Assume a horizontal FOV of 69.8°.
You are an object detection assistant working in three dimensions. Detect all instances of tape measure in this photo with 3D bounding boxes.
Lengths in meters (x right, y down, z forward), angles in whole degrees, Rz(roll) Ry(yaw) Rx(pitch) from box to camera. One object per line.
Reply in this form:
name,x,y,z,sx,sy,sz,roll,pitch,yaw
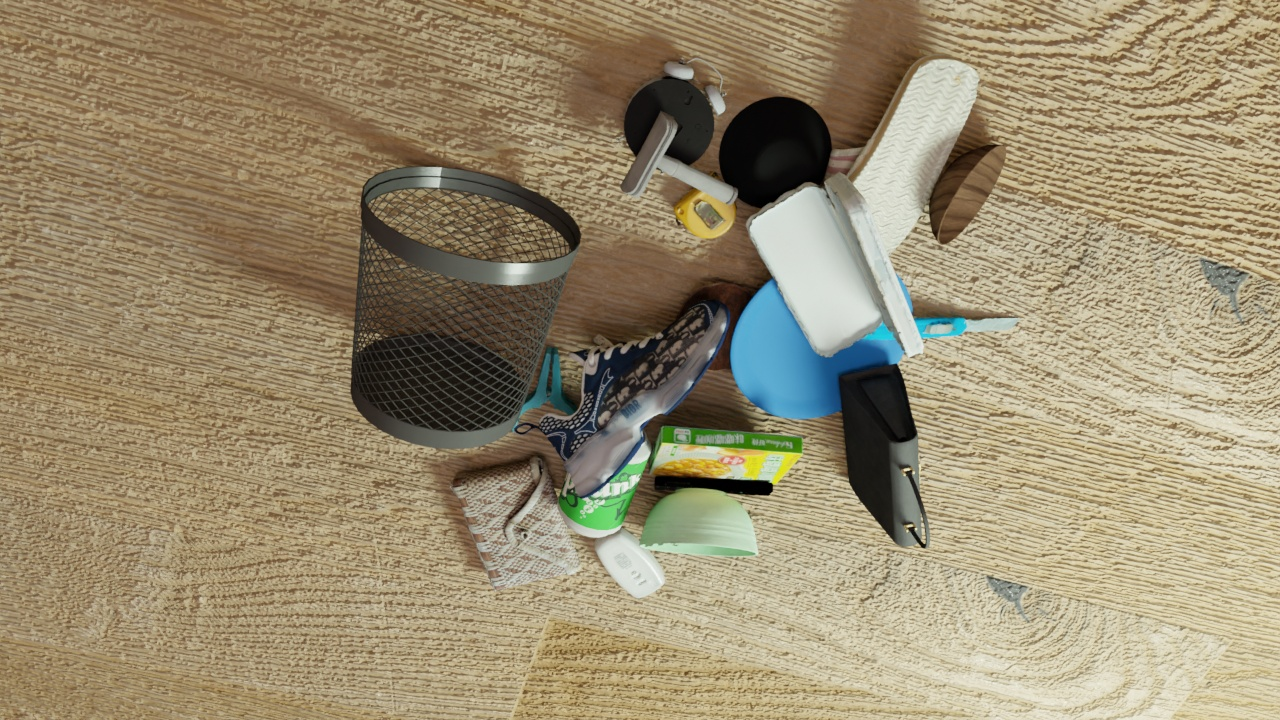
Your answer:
tape measure,0.075,-0.165,1.019,0.068,0.030,0.059,-38,110,16

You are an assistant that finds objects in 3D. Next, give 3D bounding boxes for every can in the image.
can,-0.046,0.143,1.137,0.087,0.087,0.140,15,115,-10

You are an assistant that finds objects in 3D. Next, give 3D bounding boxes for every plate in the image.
plate,0.211,-0.029,1.083,0.224,0.024,0.225,-6,123,-10

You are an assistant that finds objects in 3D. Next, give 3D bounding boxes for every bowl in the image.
bowl,0.075,0.205,1.159,0.151,0.151,0.077,5,74,-5
bowl,0.090,-0.043,1.082,0.102,0.026,0.114,16,114,-9
bowl,0.345,-0.185,0.991,0.032,0.119,0.119,38,116,26
bowl,0.149,-0.214,0.983,0.124,0.052,0.124,-1,117,-2

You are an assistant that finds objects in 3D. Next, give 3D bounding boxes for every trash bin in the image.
trash bin,-0.195,-0.054,0.968,0.217,0.217,0.228,13,119,-9

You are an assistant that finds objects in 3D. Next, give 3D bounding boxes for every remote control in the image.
remote control,-0.016,0.271,1.235,0.060,0.028,0.114,-34,113,14
remote control,0.093,0.162,1.174,0.150,0.034,0.013,3,73,1

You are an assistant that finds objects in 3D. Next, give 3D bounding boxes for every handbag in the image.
handbag,0.300,0.135,1.071,0.072,0.195,0.176,-13,124,2
handbag,-0.159,0.216,1.193,0.124,0.047,0.186,-13,116,5

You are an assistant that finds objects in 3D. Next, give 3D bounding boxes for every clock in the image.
clock,0.036,-0.260,0.967,0.094,0.035,0.123,34,110,-17

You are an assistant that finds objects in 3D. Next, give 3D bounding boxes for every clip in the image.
clip,-0.124,0.051,1.124,0.120,0.033,0.122,-23,115,13

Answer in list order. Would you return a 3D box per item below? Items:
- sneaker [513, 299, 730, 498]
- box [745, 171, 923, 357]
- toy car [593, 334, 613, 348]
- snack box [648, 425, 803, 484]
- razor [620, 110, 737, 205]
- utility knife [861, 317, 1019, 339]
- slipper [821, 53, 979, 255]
sneaker,-0.017,0.019,1.032,0.132,0.103,0.269,41,90,5
box,0.215,-0.081,0.970,0.129,0.105,0.210,-31,118,11
toy car,-0.007,0.006,1.100,0.039,0.039,0.113,-45,110,-4
snack box,0.100,0.118,1.121,0.168,0.027,0.132,5,156,-5
razor,0.050,-0.194,0.960,0.116,0.047,0.088,22,115,-21
utility knife,0.349,-0.041,1.086,0.220,0.015,0.031,-4,126,-13
slipper,0.262,-0.208,0.985,0.115,0.052,0.264,10,129,-19
